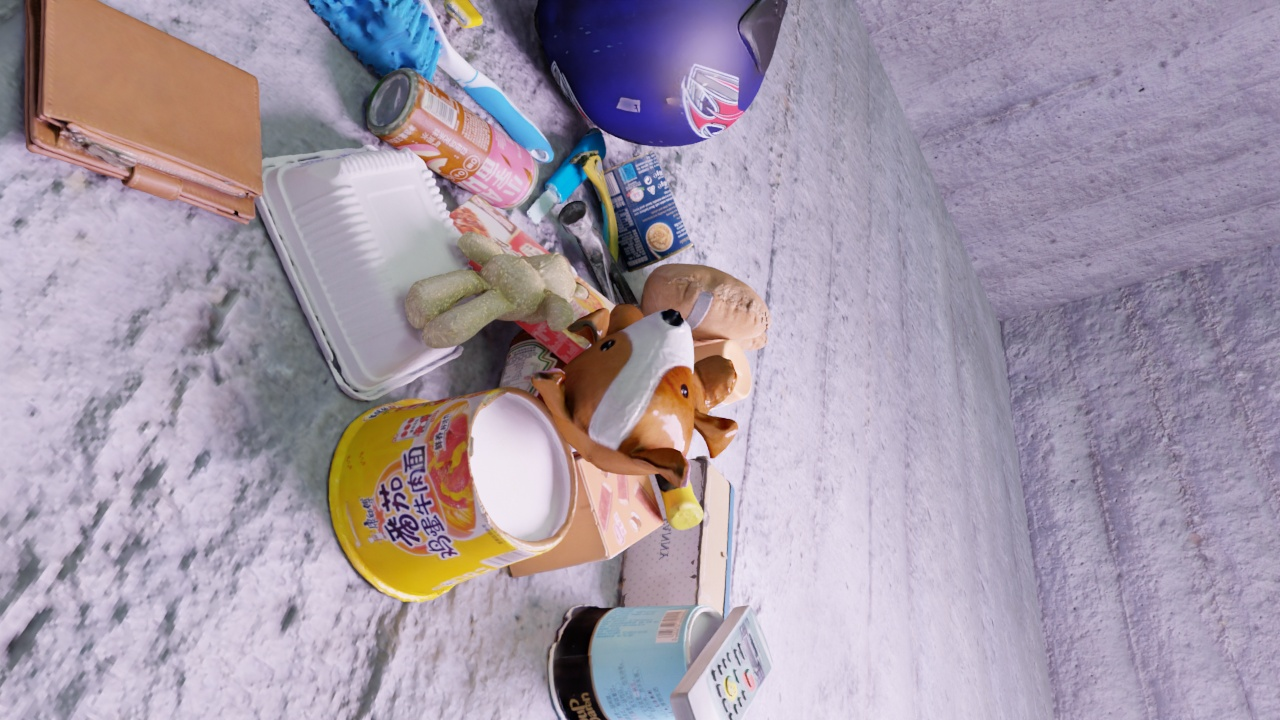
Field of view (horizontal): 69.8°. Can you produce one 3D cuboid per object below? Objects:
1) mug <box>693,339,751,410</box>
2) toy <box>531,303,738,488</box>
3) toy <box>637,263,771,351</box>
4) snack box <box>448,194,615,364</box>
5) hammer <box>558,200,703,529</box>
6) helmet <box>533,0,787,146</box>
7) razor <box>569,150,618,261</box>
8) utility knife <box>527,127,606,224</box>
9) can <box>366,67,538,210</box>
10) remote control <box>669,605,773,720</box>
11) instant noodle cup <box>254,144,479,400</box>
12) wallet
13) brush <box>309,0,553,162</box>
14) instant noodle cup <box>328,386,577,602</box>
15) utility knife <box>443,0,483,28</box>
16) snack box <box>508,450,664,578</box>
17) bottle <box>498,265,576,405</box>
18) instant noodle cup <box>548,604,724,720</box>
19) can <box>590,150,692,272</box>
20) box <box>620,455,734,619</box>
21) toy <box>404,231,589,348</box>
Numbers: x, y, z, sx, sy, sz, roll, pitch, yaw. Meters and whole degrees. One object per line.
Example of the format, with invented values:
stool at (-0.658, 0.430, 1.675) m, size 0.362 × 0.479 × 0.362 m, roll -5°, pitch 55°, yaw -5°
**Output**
mug at (0.042, 0.023, 0.902) m, size 0.078 × 0.123 × 0.078 m, roll 34°, pitch 48°, yaw -48°
toy at (0.003, 0.020, 0.644) m, size 0.140 × 0.131 × 0.199 m, roll 28°, pitch 18°, yaw 9°
toy at (0.066, -0.040, 0.978) m, size 0.082 × 0.143 × 0.226 m, roll -62°, pitch 169°, yaw -9°
snack box at (-0.096, -0.067, 0.747) m, size 0.153 × 0.026 × 0.075 m, roll 39°, pitch 37°, yaw -4°
hammer at (-0.005, 0.005, 0.824) m, size 0.126 × 0.032 × 0.322 m, roll 57°, pitch 11°, yaw -54°
helmet at (0.030, -0.347, 0.968) m, size 0.314 × 0.248 × 0.240 m, roll -15°, pitch 114°, yaw -65°
razor at (-0.040, -0.146, 0.933) m, size 0.043 × 0.028 × 0.132 m, roll -37°, pitch 119°, yaw -65°
utility knife at (-0.073, -0.185, 0.923) m, size 0.197 × 0.018 × 0.034 m, roll -63°, pitch 139°, yaw -52°
can at (-0.149, -0.176, 0.745) m, size 0.147 × 0.058 × 0.057 m, roll 27°, pitch 52°, yaw -53°
remote control at (0.063, 0.236, 0.675) m, size 0.134 × 0.019 × 0.056 m, roll -28°, pitch 98°, yaw -61°
instant noodle cup at (-0.176, -0.072, 0.642) m, size 0.137 × 0.060 × 0.173 m, roll -36°, pitch 105°, yaw -60°
wallet at (-0.280, -0.145, 0.529) m, size 0.131 × 0.031 × 0.107 m, roll 16°, pitch 58°, yaw -56°
brush at (-0.169, -0.251, 0.764) m, size 0.314 × 0.061 × 0.109 m, roll 50°, pitch 32°, yaw -39°
instant noodle cup at (-0.116, 0.082, 0.608) m, size 0.138 × 0.110 × 0.137 m, roll 36°, pitch 44°, yaw -46°
utility knife at (-0.154, -0.299, 0.785) m, size 0.033 × 0.015 × 0.170 m, roll 46°, pitch 11°, yaw -19°
snack box at (-0.051, 0.113, 0.722) m, size 0.094 × 0.093 × 0.077 m, roll -17°, pitch 89°, yaw -61°
bottle at (-0.082, -0.008, 0.774) m, size 0.060 × 0.060 × 0.205 m, roll 50°, pitch 30°, yaw -35°
instant noodle cup at (0.008, 0.241, 0.725) m, size 0.111 × 0.121 × 0.111 m, roll 36°, pitch 46°, yaw -47°
can at (0.000, -0.160, 0.979) m, size 0.075 × 0.075 × 0.111 m, roll -40°, pitch 109°, yaw -59°
box at (0.035, 0.181, 0.841) m, size 0.060 × 0.090 × 0.183 m, roll 45°, pitch 41°, yaw -41°
toy at (-0.099, -0.044, 0.644) m, size 0.105 × 0.066 × 0.156 m, roll 34°, pitch 28°, yaw 17°
